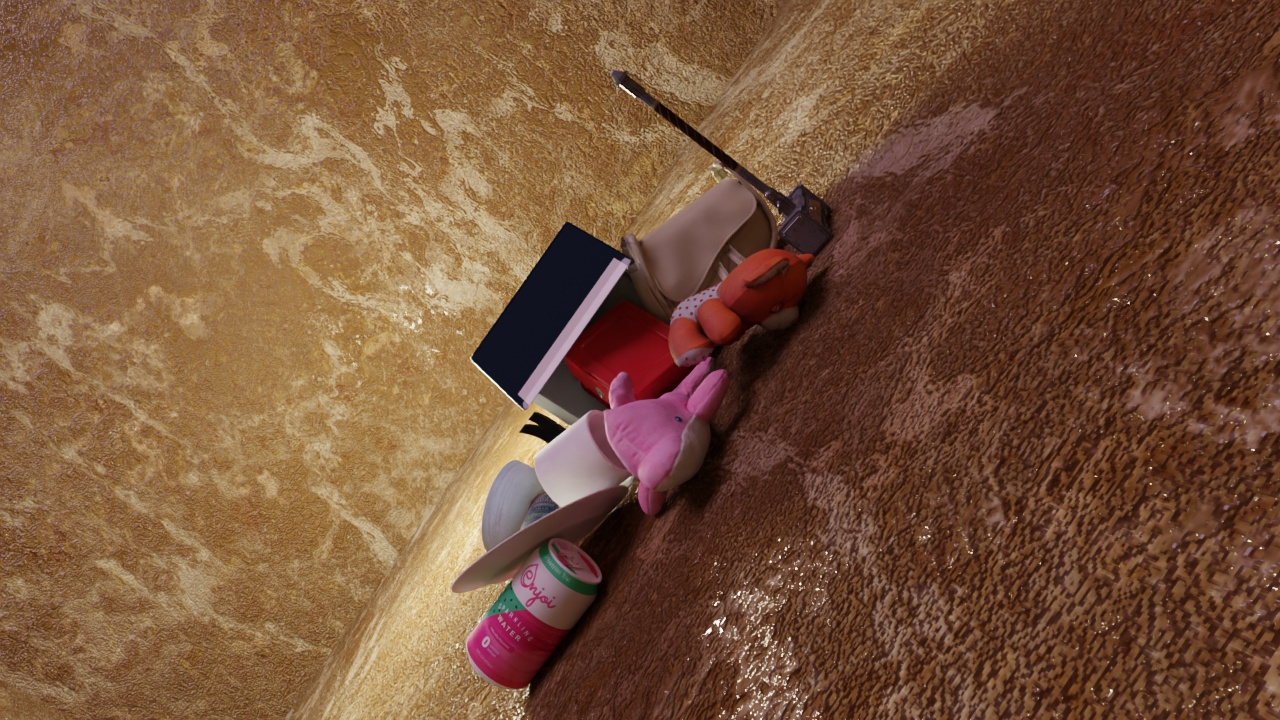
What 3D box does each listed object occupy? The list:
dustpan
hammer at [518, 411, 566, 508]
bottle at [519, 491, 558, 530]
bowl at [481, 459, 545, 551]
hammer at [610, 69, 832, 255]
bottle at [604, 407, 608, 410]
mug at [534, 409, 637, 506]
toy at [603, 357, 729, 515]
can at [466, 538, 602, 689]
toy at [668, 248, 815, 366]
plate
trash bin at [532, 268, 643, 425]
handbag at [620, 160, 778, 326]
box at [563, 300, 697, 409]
[{"bbox_3d":[-0.128,-0.069,1.279,0.236,0.080,0.273,-55,42,1],"label":"dustpan"},{"bbox_3d":[-0.109,0.151,1.302,0.040,0.132,0.305,-53,12,5],"label":"hammer"},{"bbox_3d":[-0.132,0.229,1.325,0.068,0.068,0.156,-49,13,29],"label":"bottle"},{"bbox_3d":[-0.176,0.234,1.411,0.150,0.075,0.150,12,-91,-72],"label":"bowl"},{"bbox_3d":[0.096,-0.249,1.110,0.044,0.322,0.098,-49,12,29],"label":"hammer"},{"bbox_3d":[-0.003,0.042,1.256,0.146,0.051,0.051,-38,6,-16],"label":"bottle"},{"bbox_3d":[-0.054,0.129,1.118,0.090,0.121,0.091,-39,38,22],"label":"mug"},{"bbox_3d":[0.016,0.068,1.025,0.187,0.128,0.265,-58,-1,13],"label":"toy"},{"bbox_3d":[-0.122,0.290,1.046,0.166,0.088,0.088,-53,11,10],"label":"can"},{"bbox_3d":[0.119,-0.060,1.037,0.173,0.093,0.163,-35,-7,31],"label":"toy"},{"bbox_3d":[-0.116,0.223,1.112,0.242,0.016,0.243,-29,-16,-9],"label":"plate"},{"bbox_3d":[-0.042,-0.005,1.327,0.219,0.192,0.098,-59,12,-15],"label":"trash bin"},{"bbox_3d":[0.095,-0.146,1.235,0.228,0.184,0.132,-41,9,-20],"label":"handbag"},{"bbox_3d":[-0.005,0.008,1.201,0.129,0.087,0.158,-39,45,-18],"label":"box"}]
